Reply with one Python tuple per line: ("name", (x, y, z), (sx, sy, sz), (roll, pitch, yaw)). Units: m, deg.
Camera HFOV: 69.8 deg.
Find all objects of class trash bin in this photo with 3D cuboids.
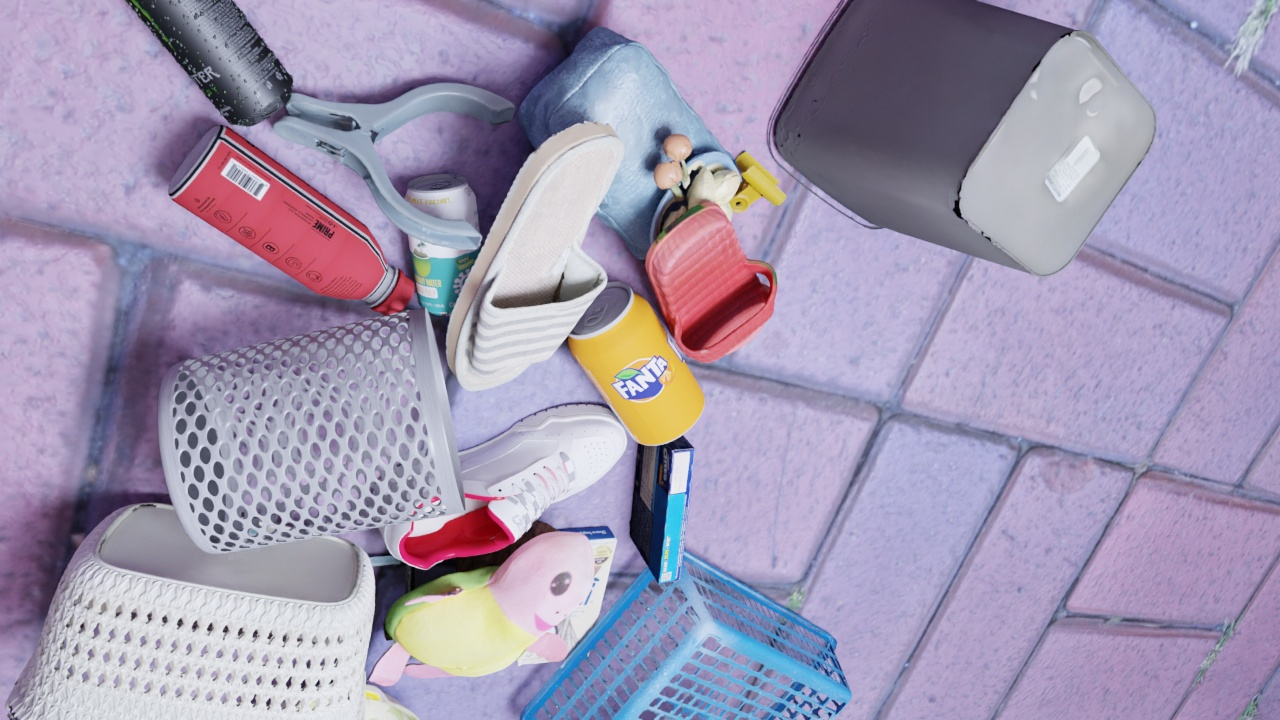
("trash bin", (-0.235, 0.054, 0.676), (0.183, 0.156, 0.157), (-11, 119, -10))
("trash bin", (0.265, -0.190, 0.761), (0.197, 0.220, 0.197), (26, 101, -33))

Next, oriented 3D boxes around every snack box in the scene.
("snack box", (0.020, 0.132, 0.891), (0.027, 0.082, 0.150), (-6, 118, -22))
("snack box", (-0.079, 0.240, 0.932), (0.081, 0.026, 0.150), (3, 113, -27))

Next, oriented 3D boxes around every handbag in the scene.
("handbag", (0.006, -0.157, 0.716), (0.122, 0.118, 0.192), (-44, 132, 2))

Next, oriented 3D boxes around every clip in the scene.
("clip", (-0.165, -0.126, 0.649), (0.172, 0.164, 0.031), (-7, 161, -18))
("clip", (0.100, -0.154, 0.820), (0.054, 0.048, 0.046), (33, 72, -36))

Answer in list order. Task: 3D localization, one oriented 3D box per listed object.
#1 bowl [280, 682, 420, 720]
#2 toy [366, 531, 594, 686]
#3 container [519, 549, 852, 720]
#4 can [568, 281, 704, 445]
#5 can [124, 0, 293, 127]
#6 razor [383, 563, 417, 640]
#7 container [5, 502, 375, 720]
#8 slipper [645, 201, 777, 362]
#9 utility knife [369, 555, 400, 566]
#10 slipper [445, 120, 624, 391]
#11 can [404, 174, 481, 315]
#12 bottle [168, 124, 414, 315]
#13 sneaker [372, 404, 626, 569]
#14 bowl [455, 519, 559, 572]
("bowl", (-0.297, 0.369, 0.869), (0.188, 0.060, 0.220), (5, 116, -27))
("toy", (-0.141, 0.228, 0.815), (0.239, 0.087, 0.190), (-36, 131, 19))
("container", (0.077, 0.383, 1.026), (0.257, 0.089, 0.362), (-50, 129, 4))
("can", (-0.005, 0.005, 0.816), (0.079, 0.079, 0.142), (-37, 125, -5))
("can", (-0.283, -0.216, 0.585), (0.054, 0.054, 0.138), (-37, 125, -5))
("razor", (-0.215, 0.212, 0.856), (0.042, 0.026, 0.106), (0, 111, -23))
("container", (-0.320, 0.207, 0.697), (0.251, 0.185, 0.143), (15, 99, -16))
("slipper", (0.069, -0.047, 0.778), (0.103, 0.059, 0.249), (-40, 156, 2))
("utility knife", (-0.286, 0.183, 0.809), (0.147, 0.015, 0.022), (1, 115, -23))
("slipper", (-0.078, -0.062, 0.693), (0.114, 0.054, 0.273), (-19, 151, -36))
("can", (-0.151, -0.089, 0.713), (0.054, 0.055, 0.102), (-13, 120, -20))
("bottle", (-0.242, -0.091, 0.664), (0.176, 0.062, 0.062), (38, 95, -35))
("sneaker", (-0.110, 0.118, 0.807), (0.236, 0.104, 0.090), (-16, 120, -18))
("bowl", (-0.120, 0.202, 0.870), (0.114, 0.026, 0.102), (-23, 112, 6))
